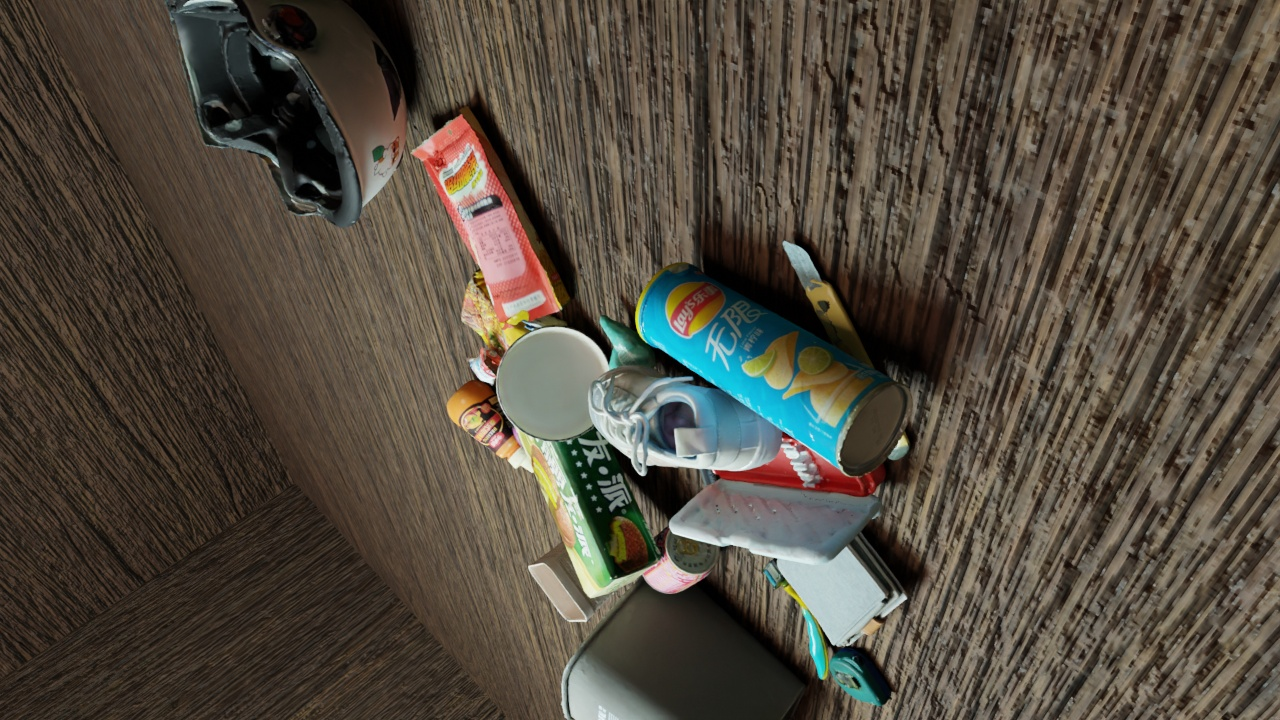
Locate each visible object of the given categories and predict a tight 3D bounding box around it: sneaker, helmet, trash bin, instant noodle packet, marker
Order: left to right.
[{"bbox_3d":[-0.329,-0.274,0.915,0.274,0.156,0.231,34,147,14],"label":"helmet"},{"bbox_3d":[-0.152,-0.031,1.042,0.128,0.044,0.111,50,157,7],"label":"instant noodle packet"},{"bbox_3d":[0.005,0.053,0.761,0.243,0.090,0.089,4,100,58],"label":"sneaker"},{"bbox_3d":[0.051,0.384,1.058,0.220,0.198,0.199,34,147,22],"label":"trash bin"},{"bbox_3d":[0.064,0.100,0.883,0.015,0.018,0.124,30,146,47],"label":"marker"}]

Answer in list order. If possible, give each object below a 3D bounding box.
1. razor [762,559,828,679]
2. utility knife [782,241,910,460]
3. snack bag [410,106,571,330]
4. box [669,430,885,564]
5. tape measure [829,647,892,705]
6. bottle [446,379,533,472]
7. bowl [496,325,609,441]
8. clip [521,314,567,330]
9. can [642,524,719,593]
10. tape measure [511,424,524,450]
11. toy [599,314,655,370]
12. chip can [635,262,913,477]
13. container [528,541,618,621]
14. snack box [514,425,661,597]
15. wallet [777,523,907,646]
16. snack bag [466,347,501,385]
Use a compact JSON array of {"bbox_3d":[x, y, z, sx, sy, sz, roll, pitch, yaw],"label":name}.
[{"bbox_3d":[0.161,0.259,0.905,0.132,0.028,0.043,64,174,-13],"label":"razor"},{"bbox_3d":[0.147,-0.006,0.643,0.031,0.019,0.182,-10,109,55],"label":"utility knife"},{"bbox_3d":[-0.149,-0.134,0.903,0.129,0.073,0.208,-11,107,56],"label":"snack bag"},{"bbox_3d":[0.093,0.094,0.744,0.201,0.100,0.094,-4,119,58],"label":"box"},{"bbox_3d":[0.209,0.307,0.889,0.058,0.025,0.055,57,152,-6],"label":"tape measure"},{"bbox_3d":[-0.191,0.094,1.233,0.149,0.066,0.067,44,152,3],"label":"bottle"},{"bbox_3d":[-0.089,0.023,0.940,0.116,0.116,0.066,56,173,-5],"label":"bowl"},{"bbox_3d":[-0.099,-0.038,0.972,0.058,0.025,0.037,28,151,31],"label":"clip"},{"bbox_3d":[0.043,0.211,0.992,0.066,0.066,0.094,49,153,9],"label":"can"},{"bbox_3d":[-0.133,0.093,1.160,0.058,0.039,0.057,4,126,62],"label":"tape measure"},{"bbox_3d":[-0.005,0.005,0.873,0.096,0.030,0.092,40,155,10],"label":"toy"},{"bbox_3d":[0.087,0.000,0.653,0.210,0.071,0.071,35,148,42],"label":"chip can"},{"bbox_3d":[-0.066,0.262,1.172,0.090,0.110,0.090,54,153,-1],"label":"container"},{"bbox_3d":[-0.066,0.133,1.010,0.240,0.063,0.115,65,156,15],"label":"snack box"},{"bbox_3d":[0.173,0.187,0.796,0.106,0.037,0.130,54,154,23],"label":"wallet"},{"bbox_3d":[-0.176,0.007,1.054,0.045,0.026,0.105,45,162,-9],"label":"snack bag"}]
